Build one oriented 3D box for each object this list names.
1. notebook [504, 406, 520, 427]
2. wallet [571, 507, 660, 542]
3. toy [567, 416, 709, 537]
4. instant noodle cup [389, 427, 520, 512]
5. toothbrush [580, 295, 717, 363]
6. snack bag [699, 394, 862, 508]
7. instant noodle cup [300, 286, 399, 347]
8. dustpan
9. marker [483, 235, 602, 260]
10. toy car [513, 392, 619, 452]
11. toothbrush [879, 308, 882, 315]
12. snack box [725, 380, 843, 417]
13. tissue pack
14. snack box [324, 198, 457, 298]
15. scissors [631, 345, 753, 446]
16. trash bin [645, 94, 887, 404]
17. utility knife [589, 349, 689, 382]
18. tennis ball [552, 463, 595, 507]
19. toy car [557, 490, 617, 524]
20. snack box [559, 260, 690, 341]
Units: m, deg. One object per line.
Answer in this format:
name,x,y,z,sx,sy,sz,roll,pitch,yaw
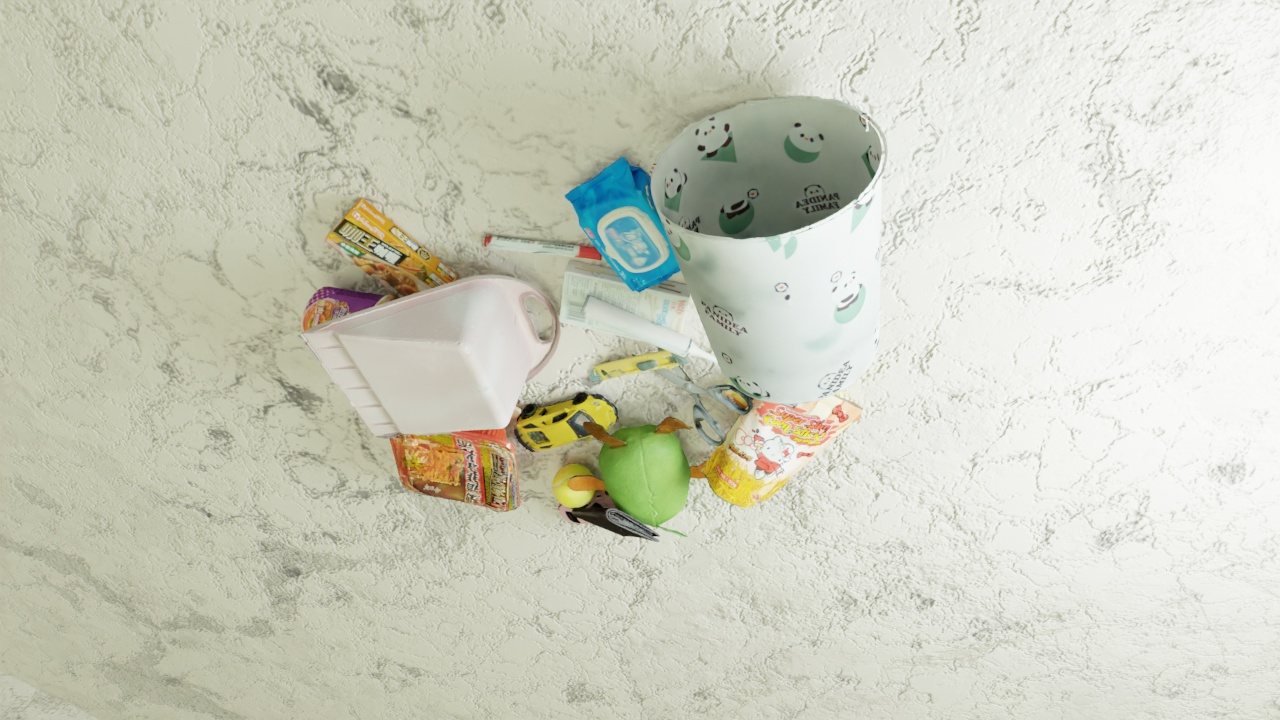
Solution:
notebook,-0.284,0.086,1.345,0.147,0.008,0.208,32,135,-16
wallet,-0.037,0.240,1.350,0.096,0.020,0.122,31,161,-20
toy,0.008,0.157,1.299,0.227,0.089,0.247,-6,135,4
instant noodle cup,-0.261,0.137,1.326,0.189,0.078,0.165,10,136,5
toothbrush,0.032,-0.027,1.130,0.221,0.026,0.026,22,99,-7
snack bag,0.176,0.103,1.195,0.128,0.073,0.208,28,124,-13
instant noodle cup,-0.378,-0.044,1.196,0.099,0.111,0.112,15,133,8
dustpan,-0.248,-0.011,1.175,0.274,0.138,0.223,3,141,13
marker,-0.118,-0.136,1.110,0.145,0.017,0.017,7,133,7
toy car,-0.106,0.088,1.294,0.156,0.041,0.071,-16,127,23
toothbrush,0.202,-0.037,1.126,0.192,0.018,0.016,-13,129,23
snack box,0.191,0.051,1.200,0.141,0.033,0.087,-13,128,21
tissue pack,-0.009,-0.150,1.046,0.095,0.052,0.157,-23,121,27
snack box,-0.312,-0.129,1.154,0.153,0.026,0.075,40,127,-22
scissors,0.067,0.037,1.182,0.160,0.014,0.174,-2,112,31
trash bin,0.147,-0.104,0.953,0.230,0.229,0.252,-4,136,16
utility knife,-0.007,0.007,1.204,0.165,0.018,0.031,-10,121,42
tennis ball,-0.099,0.186,1.365,0.065,0.065,0.066,6,133,7
toy car,-0.069,0.227,1.415,0.123,0.037,0.056,-12,129,21
snack box,-0.020,-0.069,1.142,0.157,0.026,0.085,12,133,1
